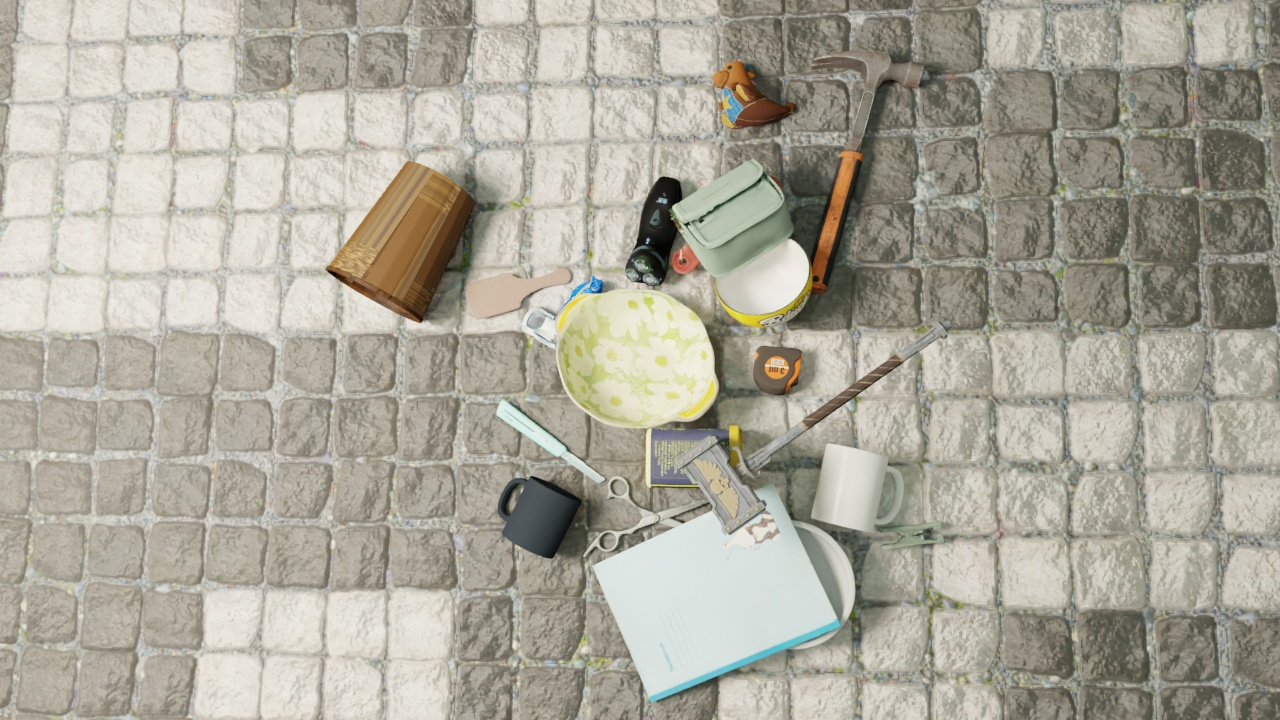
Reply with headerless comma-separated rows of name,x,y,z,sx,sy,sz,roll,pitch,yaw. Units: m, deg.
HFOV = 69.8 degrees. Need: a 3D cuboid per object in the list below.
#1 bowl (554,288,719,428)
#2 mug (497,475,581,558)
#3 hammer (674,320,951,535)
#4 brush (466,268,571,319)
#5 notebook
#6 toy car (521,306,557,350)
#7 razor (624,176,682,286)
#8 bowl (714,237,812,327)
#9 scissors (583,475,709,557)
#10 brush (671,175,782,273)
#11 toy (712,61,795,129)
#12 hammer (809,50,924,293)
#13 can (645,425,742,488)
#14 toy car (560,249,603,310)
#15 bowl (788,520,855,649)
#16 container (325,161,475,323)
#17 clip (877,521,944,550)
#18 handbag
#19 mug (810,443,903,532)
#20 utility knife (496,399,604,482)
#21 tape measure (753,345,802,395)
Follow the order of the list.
bowl,-0.007,0.007,1.120,0.219,0.060,0.188,34,67,15
mug,-0.133,0.185,1.131,0.105,0.071,0.077,24,86,35
hammer,0.195,0.054,0.975,0.322,0.044,0.098,-36,80,3
brush,-0.155,-0.092,1.189,0.135,0.015,0.050,-16,83,-2
notebook,0.085,0.279,1.093,0.254,0.009,0.181,-28,80,15
toy car,-0.110,-0.036,1.169,0.090,0.027,0.038,28,85,8
razor,0.019,-0.164,1.152,0.053,0.063,0.140,13,86,6
bowl,0.154,-0.089,1.120,0.117,0.068,0.117,-9,60,15
scissors,0.006,0.206,1.137,0.141,0.014,0.158,37,89,12
brush,0.108,-0.169,1.160,0.172,0.030,0.041,-41,82,-1
toy,0.147,-0.344,1.177,0.103,0.071,0.090,-8,68,-18
hammer,0.247,-0.240,1.154,0.138,0.035,0.314,16,86,7
can,0.066,0.116,1.081,0.104,0.135,0.075,0,83,8
toy car,-0.085,-0.096,1.167,0.091,0.033,0.062,-40,75,-22
bowl,0.181,0.263,1.093,0.150,0.043,0.149,-1,87,17
container,-0.294,-0.152,1.156,0.132,0.132,0.167,27,81,8
clip,0.324,0.210,1.101,0.076,0.023,0.042,-7,81,3
handbag,0.109,-0.174,1.103,0.122,0.067,0.106,-32,55,2
mug,0.265,0.155,1.094,0.110,0.074,0.090,15,84,-19
utility knife,-0.114,0.105,1.162,0.165,0.015,0.022,35,87,5
tape measure,0.168,0.014,1.132,0.058,0.038,0.058,5,70,6
